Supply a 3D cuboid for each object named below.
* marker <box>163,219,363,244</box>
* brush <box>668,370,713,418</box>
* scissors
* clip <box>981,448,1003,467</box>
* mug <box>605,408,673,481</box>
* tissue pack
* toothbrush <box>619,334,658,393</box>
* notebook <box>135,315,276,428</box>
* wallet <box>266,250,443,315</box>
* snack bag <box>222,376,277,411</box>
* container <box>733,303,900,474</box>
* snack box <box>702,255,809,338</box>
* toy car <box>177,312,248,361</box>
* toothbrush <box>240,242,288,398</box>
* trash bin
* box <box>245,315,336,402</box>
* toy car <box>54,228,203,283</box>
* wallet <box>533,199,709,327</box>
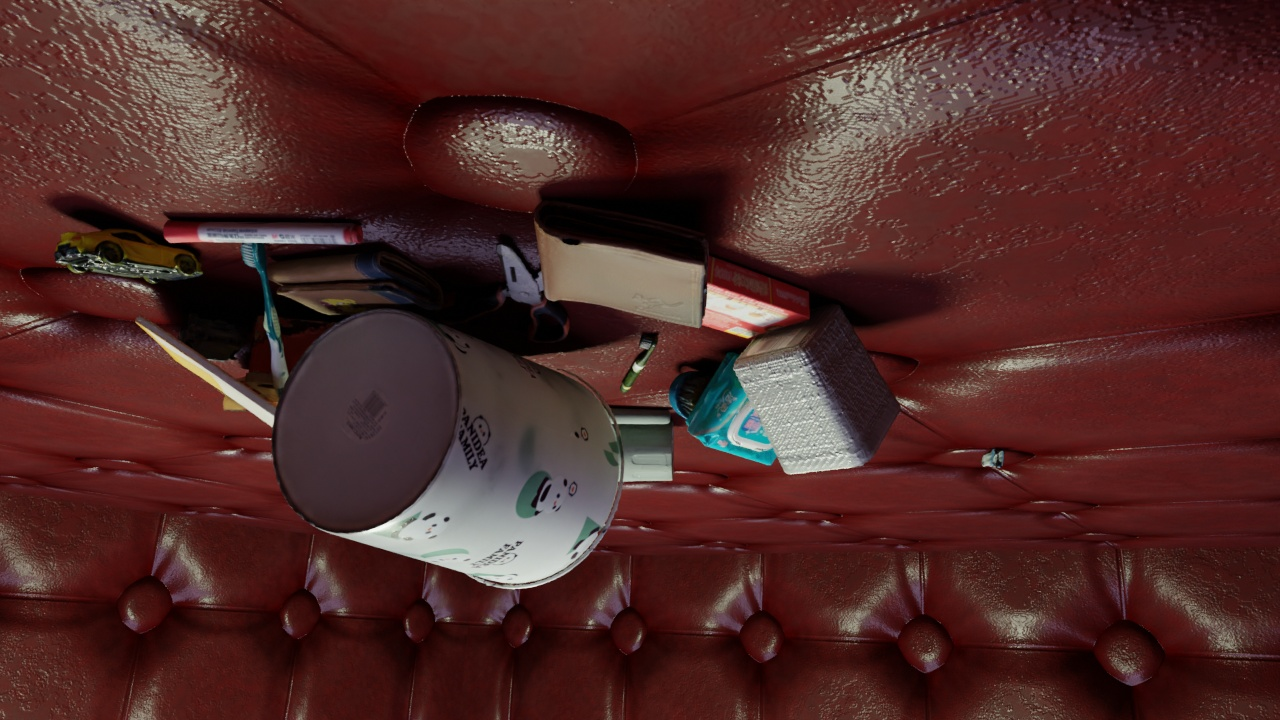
[{"bbox_3d":[-0.274,-0.093,0.667,0.145,0.017,0.017,1,163,5],"label":"marker"},{"bbox_3d":[0.083,0.046,1.005,0.143,0.055,0.074,18,178,-41],"label":"brush"},{"bbox_3d":[-0.104,-0.051,0.776,0.227,0.015,0.189,-8,160,34],"label":"scissors"},{"bbox_3d":[0.497,0.140,1.290,0.036,0.025,0.058,8,169,6],"label":"clip"},{"bbox_3d":[-0.010,0.105,1.187,0.103,0.083,0.124,1,138,4],"label":"mug"},{"bbox_3d":[0.117,0.052,0.942,0.133,0.093,0.050,19,-161,-43],"label":"tissue pack"},{"bbox_3d":[-0.006,0.006,0.954,0.017,0.012,0.186,11,162,-7],"label":"toothbrush"},{"bbox_3d":[-0.384,0.023,0.852,0.146,0.010,0.207,37,162,-10],"label":"notebook"},{"bbox_3d":[-0.231,-0.060,0.745,0.115,0.033,0.090,0,164,22],"label":"wallet"},{"bbox_3d":[-0.349,0.044,1.033,0.207,0.073,0.128,10,-170,-17],"label":"snack bag"},{"bbox_3d":[0.148,0.022,0.782,0.090,0.090,0.114,-15,113,44],"label":"container"},{"bbox_3d":[0.055,-0.053,0.726,0.152,0.025,0.075,15,159,-33],"label":"snack box"},{"bbox_3d":[-0.426,-0.018,0.908,0.054,0.036,0.121,13,163,-32],"label":"toy car"},{"bbox_3d":[-0.305,-0.026,0.752,0.018,0.016,0.192,14,133,3],"label":"toothbrush"},{"bbox_3d":[-0.169,0.080,0.821,0.230,0.229,0.251,-5,162,23],"label":"trash bin"},{"bbox_3d":[-0.324,-0.002,0.895,0.091,0.078,0.168,5,169,-11],"label":"box"},{"bbox_3d":[-0.388,-0.081,0.702,0.048,0.032,0.105,-7,172,28],"label":"toy car"},{"bbox_3d":[-0.012,-0.062,0.640,0.124,0.032,0.101,12,156,8],"label":"wallet"}]
